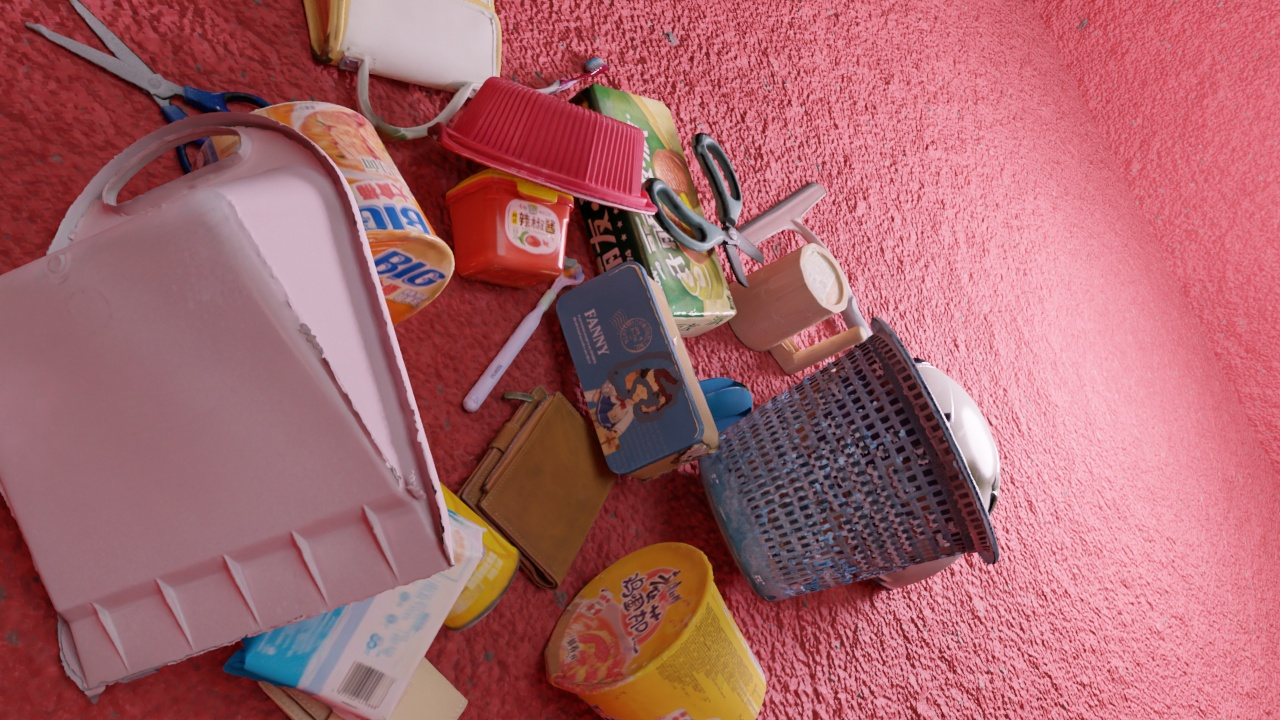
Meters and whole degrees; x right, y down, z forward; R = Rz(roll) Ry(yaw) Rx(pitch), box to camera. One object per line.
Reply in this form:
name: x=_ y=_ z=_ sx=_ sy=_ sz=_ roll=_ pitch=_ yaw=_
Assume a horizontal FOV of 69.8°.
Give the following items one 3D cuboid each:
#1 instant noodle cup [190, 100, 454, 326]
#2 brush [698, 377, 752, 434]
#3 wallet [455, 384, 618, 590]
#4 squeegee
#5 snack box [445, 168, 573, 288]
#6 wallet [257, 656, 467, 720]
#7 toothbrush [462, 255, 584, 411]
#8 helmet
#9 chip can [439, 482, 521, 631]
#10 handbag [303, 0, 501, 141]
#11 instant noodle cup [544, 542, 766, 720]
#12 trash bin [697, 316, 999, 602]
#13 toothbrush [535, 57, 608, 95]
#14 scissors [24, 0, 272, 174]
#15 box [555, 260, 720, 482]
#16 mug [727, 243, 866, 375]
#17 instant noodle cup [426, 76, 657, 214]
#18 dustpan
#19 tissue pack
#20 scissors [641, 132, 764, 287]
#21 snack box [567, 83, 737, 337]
instant noodle cup: x=-0.211 y=-0.085 z=0.590 sx=0.151 sy=0.152 sz=0.111 roll=-9 pitch=68 yaw=-47
brush: x=0.055 y=0.046 z=0.833 sx=0.143 sy=0.074 sz=0.055 roll=-11 pitch=83 yaw=-47
wallet: x=-0.076 y=0.089 z=0.709 sx=0.119 sy=0.035 sz=0.130 roll=48 pitch=42 yaw=-16
squeegee: x=0.235 y=-0.087 z=1.109 sx=0.246 sy=0.040 sz=0.249 roll=-38 pitch=98 yaw=-48
snack box: x=-0.108 y=-0.104 z=0.751 sx=0.091 sy=0.082 sz=0.080 roll=7 pitch=78 yaw=-42
wallet: x=-0.169 y=0.206 z=0.565 sx=0.115 sy=0.024 sz=0.087 roll=51 pitch=45 yaw=-13
toothbrush: x=-0.095 y=-0.024 z=0.759 sx=0.029 sy=0.021 sz=0.188 roll=44 pitch=47 yaw=-15
helmet: x=0.295 y=0.102 z=0.982 sx=0.230 sy=0.157 sz=0.273 roll=47 pitch=44 yaw=-17
chip can: x=-0.175 y=0.083 z=0.587 sx=0.213 sy=0.072 sz=0.071 roll=47 pitch=44 yaw=-18
handbag: x=-0.189 y=-0.265 z=0.765 sx=0.163 sy=0.063 sz=0.178 roll=0 pitch=73 yaw=-43
instant noodle cup: x=0.018 y=0.219 z=0.670 sx=0.110 sy=0.138 sz=0.137 roll=56 pitch=41 yaw=-21
trash bin: x=0.164 y=0.102 z=0.791 sx=0.226 sy=0.195 sz=0.226 roll=62 pitch=9 yaw=-19
toothbrush: x=-0.085 y=-0.272 z=0.903 sx=0.017 sy=0.016 sz=0.187 roll=50 pitch=42 yaw=-2
scissors: x=-0.316 y=-0.182 z=0.628 sx=0.156 sy=0.012 sz=0.165 roll=-23 pitch=86 yaw=-46
box: x=-0.005 y=0.005 z=0.764 sx=0.184 sy=0.090 sz=0.059 roll=67 pitch=15 yaw=20
mug: x=0.165 y=-0.051 z=0.971 sx=0.124 sy=0.104 sz=0.084 roll=52 pitch=43 yaw=-11
instant noodle cup: x=-0.069 y=-0.179 z=0.744 sx=0.193 sy=0.194 sz=0.066 roll=5 pitch=109 yaw=-43
dustpan: x=-0.225 y=0.005 z=0.493 sx=0.138 sy=0.223 sz=0.273 roll=-74 pitch=145 yaw=-75
tissue pack: x=-0.160 y=0.132 z=0.524 sx=0.090 sy=0.063 sz=0.140 roll=32 pitch=82 yaw=-20
scissors: x=0.064 y=-0.160 z=0.898 sx=0.170 sy=0.019 sz=0.179 roll=26 pitch=51 yaw=-36
snack box: x=0.004 y=-0.140 z=0.884 sx=0.114 sy=0.063 sz=0.240 roll=-3 pitch=72 yaw=-49
